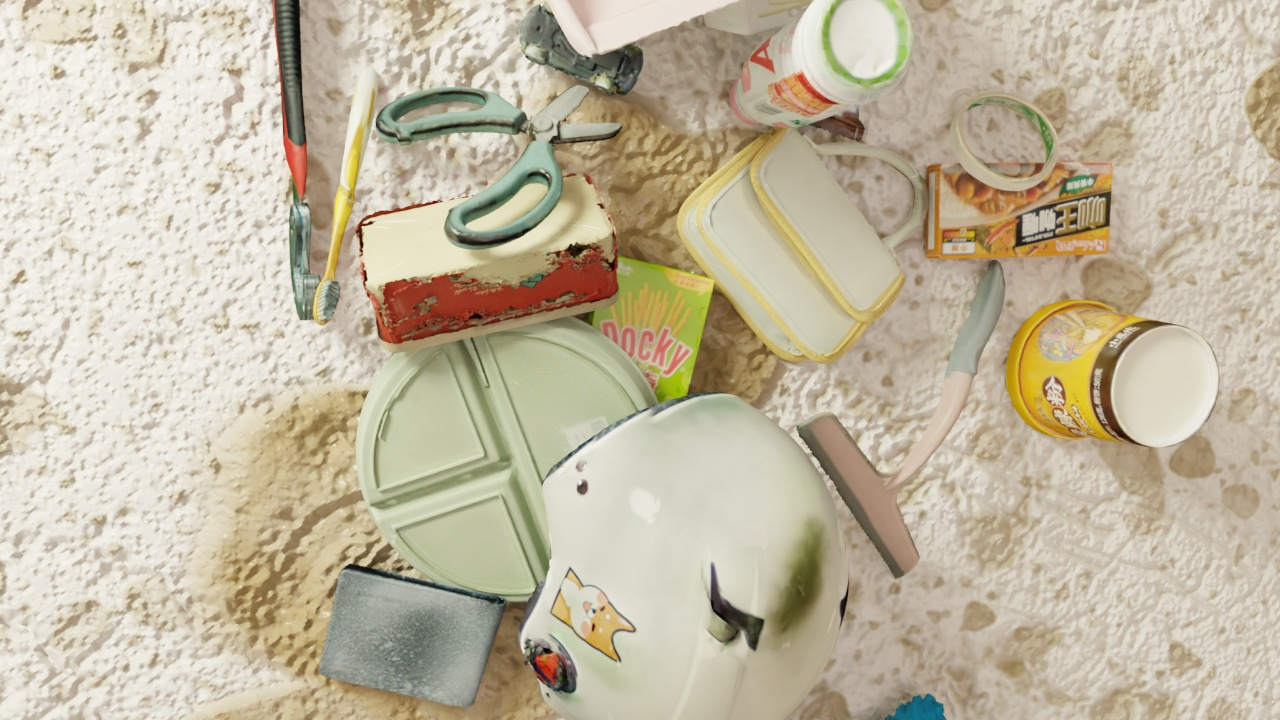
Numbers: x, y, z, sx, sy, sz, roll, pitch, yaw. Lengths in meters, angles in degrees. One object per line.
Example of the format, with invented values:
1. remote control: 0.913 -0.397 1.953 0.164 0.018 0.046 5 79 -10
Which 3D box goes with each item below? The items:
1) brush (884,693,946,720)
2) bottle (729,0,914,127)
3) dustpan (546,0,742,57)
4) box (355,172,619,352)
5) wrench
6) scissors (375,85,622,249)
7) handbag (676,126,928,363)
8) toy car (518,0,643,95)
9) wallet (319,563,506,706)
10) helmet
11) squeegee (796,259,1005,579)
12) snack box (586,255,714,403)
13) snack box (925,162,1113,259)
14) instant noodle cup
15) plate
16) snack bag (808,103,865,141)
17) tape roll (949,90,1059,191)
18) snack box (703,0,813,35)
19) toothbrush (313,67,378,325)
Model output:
1. brush: 0.157 0.416 0.757 0.314 0.060 0.109 -44 125 -5
2. bottle: 0.107 -0.191 0.608 0.068 0.197 0.068 -1 96 -11
3. dustpan: 0.007 -0.317 0.574 0.222 0.273 0.139 -26 125 -10
4. box: -0.103 -0.073 0.623 0.168 0.091 0.076 -13 137 -9
5. wrench: -0.235 -0.163 0.622 0.016 0.056 0.273 -5 93 -30
6. scissors: -0.109 -0.148 0.624 0.181 0.019 0.169 23 59 17
7. handbag: 0.139 -0.104 0.698 0.178 0.063 0.163 -43 104 -8
8. toy car: -0.043 -0.222 0.658 0.090 0.034 0.043 20 95 -11
9. wallet: -0.169 0.202 0.676 0.121 0.019 0.097 15 109 -9
10. helmet: 0.050 0.166 0.618 0.229 0.157 0.274 -7 111 -37
11. squeegee: 0.236 0.020 0.710 0.249 0.040 0.247 -56 135 -17
12. snack box: -0.004 0.004 0.695 0.085 0.026 0.156 13 94 -11
13. snack box: 0.306 -0.121 0.743 0.153 0.026 0.075 -3 97 -11
14. instant noodle cup: 0.375 0.013 0.727 0.118 0.114 0.118 -1 97 -12
15. plate: -0.093 0.074 0.665 0.230 0.027 0.230 -1 104 -3
16. snack bag: 0.157 -0.217 0.694 0.048 0.026 0.104 19 72 -2
17. tape roll: 0.286 -0.173 0.720 0.085 0.014 0.085 3 68 -8
18. snack box: 0.131 -0.266 0.660 0.156 0.084 0.027 -17 116 -9
19. toothbrush: -0.196 -0.115 0.618 0.016 0.018 0.191 19 70 -38
